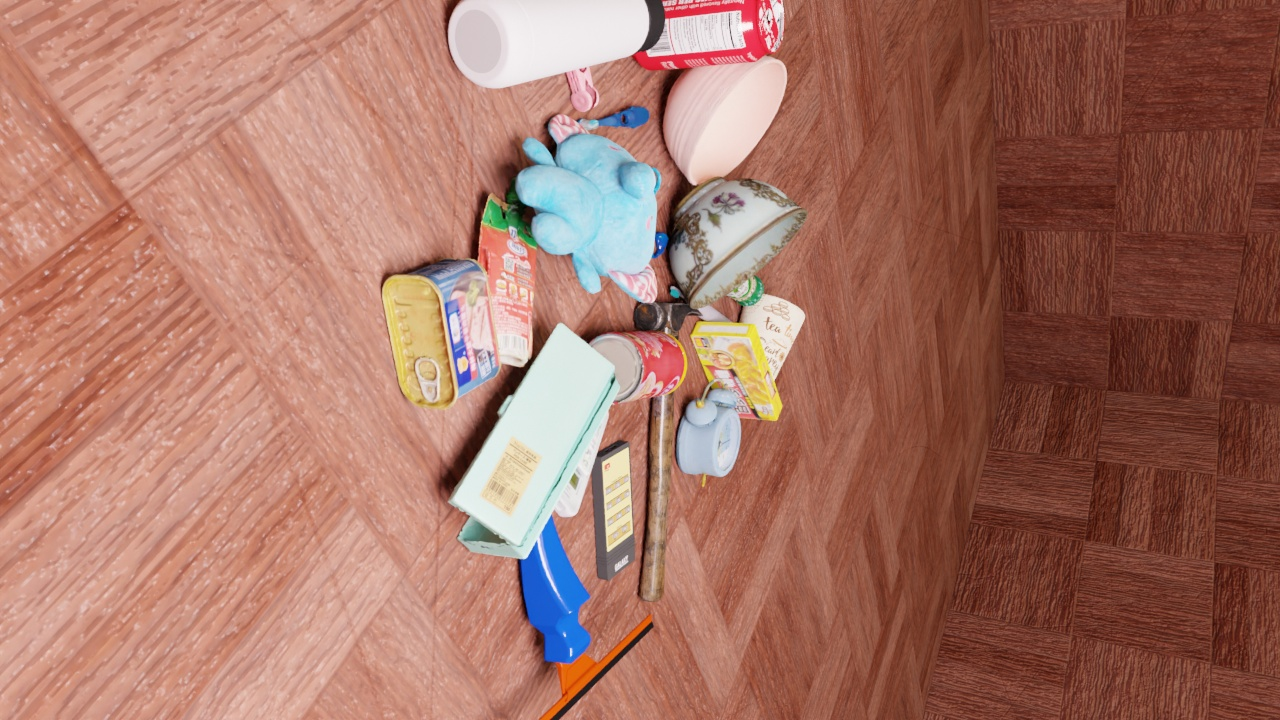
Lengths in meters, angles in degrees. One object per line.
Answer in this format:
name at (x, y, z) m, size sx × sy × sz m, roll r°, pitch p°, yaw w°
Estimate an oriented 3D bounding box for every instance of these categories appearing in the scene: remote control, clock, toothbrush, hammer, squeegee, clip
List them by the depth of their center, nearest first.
clip at (-0.056, -0.251, 0.814) m, size 0.043 × 0.023 × 0.060 m, roll -13°, pitch 105°, yaw -55°
squeegee at (-0.076, 0.209, 0.816) m, size 0.248 × 0.055 × 0.185 m, roll -25°, pitch 108°, yaw -57°
remote control at (-0.061, 0.078, 0.831) m, size 0.050 × 0.022 × 0.133 m, roll 57°, pitch 33°, yaw -32°
toothbrush at (-0.022, -0.231, 0.881) m, size 0.132 × 0.016 × 0.021 m, roll -31°, pitch 120°, yaw -54°
remote control at (-0.027, 0.153, 0.940) m, size 0.058 × 0.013 × 0.133 m, roll -26°, pitch 117°, yaw -57°
hammer at (0.026, 0.100, 1.010) m, size 0.119 × 0.033 × 0.330 m, roll -6°, pitch 101°, yaw -61°
clock at (0.082, 0.081, 1.081) m, size 0.088 × 0.052 × 0.124 m, roll -25°, pitch 120°, yaw -57°
toothbrush at (0.077, -0.057, 1.085) m, size 0.188 × 0.018 × 0.019 m, roll 28°, pitch 69°, yaw -59°

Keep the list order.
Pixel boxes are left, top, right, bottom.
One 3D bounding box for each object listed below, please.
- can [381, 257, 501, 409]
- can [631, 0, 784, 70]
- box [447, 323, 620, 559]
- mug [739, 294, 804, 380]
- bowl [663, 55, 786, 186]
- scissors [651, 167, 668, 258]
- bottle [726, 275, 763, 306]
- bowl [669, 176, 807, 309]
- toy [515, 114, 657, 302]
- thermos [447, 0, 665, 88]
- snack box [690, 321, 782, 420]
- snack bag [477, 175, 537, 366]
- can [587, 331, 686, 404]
can at (-0.142, -0.021, 0.666) m, size 0.058 × 0.054 × 0.100 m, roll -35°, pitch 125°, yaw -56°
can at (0.060, -0.321, 0.881) m, size 0.074 × 0.143 × 0.074 m, roll -16°, pitch 108°, yaw -59°
box at (-0.093, 0.059, 0.751) m, size 0.091 × 0.077 × 0.187 m, roll 58°, pitch 48°, yaw -35°
mug at (0.158, -0.020, 1.200) m, size 0.122 × 0.081 × 0.097 m, roll 86°, pitch 24°, yaw -77°
bowl at (0.076, -0.266, 0.965) m, size 0.152 × 0.076 × 0.153 m, roll -42°, pitch 162°, yaw -17°
scissors at (-0.001, -0.135, 0.937) m, size 0.129 × 0.014 × 0.117 m, roll -56°, pitch 141°, yaw -39°
bottle at (0.113, -0.098, 1.119) m, size 0.110 × 0.043 × 0.042 m, roll 21°, pitch 76°, yaw -59°
bowl at (0.090, -0.141, 0.993) m, size 0.094 × 0.160 × 0.159 m, roll 52°, pitch 31°, yaw 10°
toy at (-0.038, -0.132, 0.762) m, size 0.183 × 0.115 × 0.180 m, roll 68°, pitch 20°, yaw 3°
thermos at (-0.066, -0.285, 0.747) m, size 0.101 × 0.069 × 0.229 m, roll 57°, pitch 40°, yaw -2°
snack box at (0.118, 0.014, 1.111) m, size 0.025 × 0.075 × 0.152 m, roll -64°, pitch 145°, yaw -35°
snack bag at (-0.105, -0.076, 0.743) m, size 0.087 × 0.044 × 0.155 m, roll 24°, pitch 69°, yaw -65°
can at (-0.005, 0.005, 0.884) m, size 0.124 × 0.067 × 0.066 m, roll -5°, pitch 99°, yaw -68°
